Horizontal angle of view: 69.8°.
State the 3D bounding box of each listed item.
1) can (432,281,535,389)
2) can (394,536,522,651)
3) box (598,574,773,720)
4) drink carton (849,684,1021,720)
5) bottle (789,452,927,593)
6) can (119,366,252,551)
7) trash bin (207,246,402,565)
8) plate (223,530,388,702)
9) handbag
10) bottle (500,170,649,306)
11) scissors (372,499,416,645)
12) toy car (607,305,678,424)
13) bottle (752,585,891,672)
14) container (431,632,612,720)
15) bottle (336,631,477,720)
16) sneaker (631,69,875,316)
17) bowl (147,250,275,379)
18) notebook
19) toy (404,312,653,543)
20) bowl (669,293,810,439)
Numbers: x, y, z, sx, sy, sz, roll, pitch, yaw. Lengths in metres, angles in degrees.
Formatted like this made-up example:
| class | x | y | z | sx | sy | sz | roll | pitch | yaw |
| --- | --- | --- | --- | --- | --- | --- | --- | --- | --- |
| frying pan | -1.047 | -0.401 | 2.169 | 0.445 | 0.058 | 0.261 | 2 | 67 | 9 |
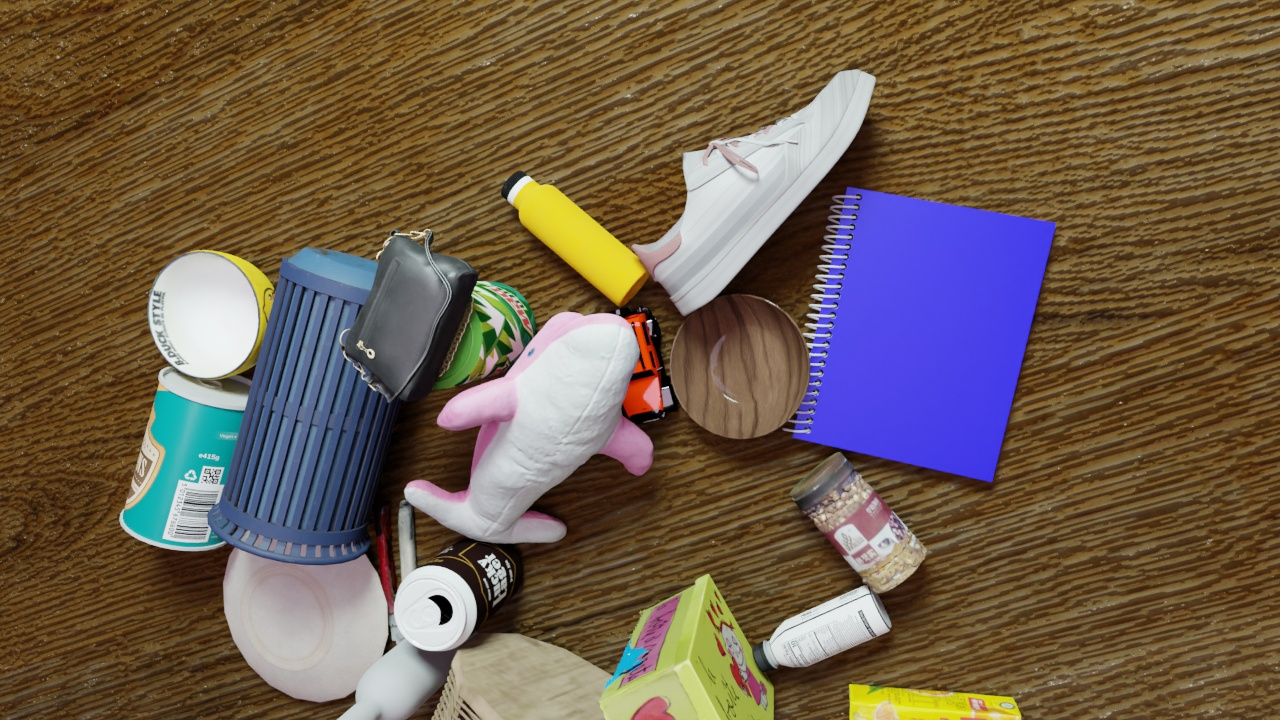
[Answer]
| class | x | y | z | sx | sy | sz | roll | pitch | yaw |
| --- | --- | --- | --- | --- | --- | --- | --- | --- | --- |
| can | -0.144 | -0.024 | 0.763 | 0.083 | 0.144 | 0.083 | 1 | 95 | 12 |
| can | -0.154 | 0.197 | 0.793 | 0.072 | 0.128 | 0.072 | 1 | 95 | 13 |
| box | 0.044 | 0.257 | 0.703 | 0.079 | 0.221 | 0.124 | -29 | 85 | 6 |
| drink carton | 0.241 | 0.306 | 0.756 | 0.135 | 0.043 | 0.058 | 0 | 94 | 12 |
| bottle | 0.177 | 0.132 | 0.748 | 0.056 | 0.056 | 0.105 | -42 | 85 | 13 |
| can | -0.414 | 0.090 | 0.858 | 0.099 | 0.099 | 0.144 | 22 | 99 | 10 |
| trash bin | -0.275 | 0.035 | 0.804 | 0.139 | 0.139 | 0.249 | 19 | 97 | 11 |
| plate | -0.332 | 0.242 | 0.882 | 0.189 | 0.027 | 0.189 | 2 | 97 | 17 |
| handbag | -0.171 | -0.034 | 0.667 | 0.079 | 0.054 | 0.129 | 29 | 103 | 12 |
| bottle | -0.058 | -0.108 | 0.788 | 0.143 | 0.043 | 0.043 | 41 | 102 | 7 |
| scissors | -0.233 | 0.229 | 0.873 | 0.140 | 0.015 | 0.189 | 29 | 101 | 8 |
| toy car | -0.005 | 0.005 | 0.783 | 0.051 | 0.048 | 0.100 | -14 | 92 | 14 |
| bottle | 0.149 | 0.230 | 0.771 | 0.116 | 0.041 | 0.041 | -28 | 88 | 14 |
| container | -0.105 | 0.362 | 0.758 | 0.227 | 0.226 | 0.196 | 26 | 93 | 9 |
| bottle | -0.199 | 0.269 | 0.775 | 0.052 | 0.195 | 0.052 | 1 | 95 | 13 |
| sneaker | 0.080 | -0.148 | 0.726 | 0.089 | 0.099 | 0.236 | 39 | 104 | -7 |
| bowl | -0.387 | -0.043 | 0.857 | 0.117 | 0.067 | 0.117 | 1 | 95 | 12 |
| notebook | 0.221 | -0.023 | 0.744 | 0.172 | 0.022 | 0.209 | 12 | 97 | 10 |
| toy | -0.083 | 0.046 | 0.764 | 0.186 | 0.127 | 0.266 | 20 | 124 | -26 |
| bowl | 0.086 | 0.005 | 0.766 | 0.119 | 0.032 | 0.119 | 2 | 94 | 23 |
